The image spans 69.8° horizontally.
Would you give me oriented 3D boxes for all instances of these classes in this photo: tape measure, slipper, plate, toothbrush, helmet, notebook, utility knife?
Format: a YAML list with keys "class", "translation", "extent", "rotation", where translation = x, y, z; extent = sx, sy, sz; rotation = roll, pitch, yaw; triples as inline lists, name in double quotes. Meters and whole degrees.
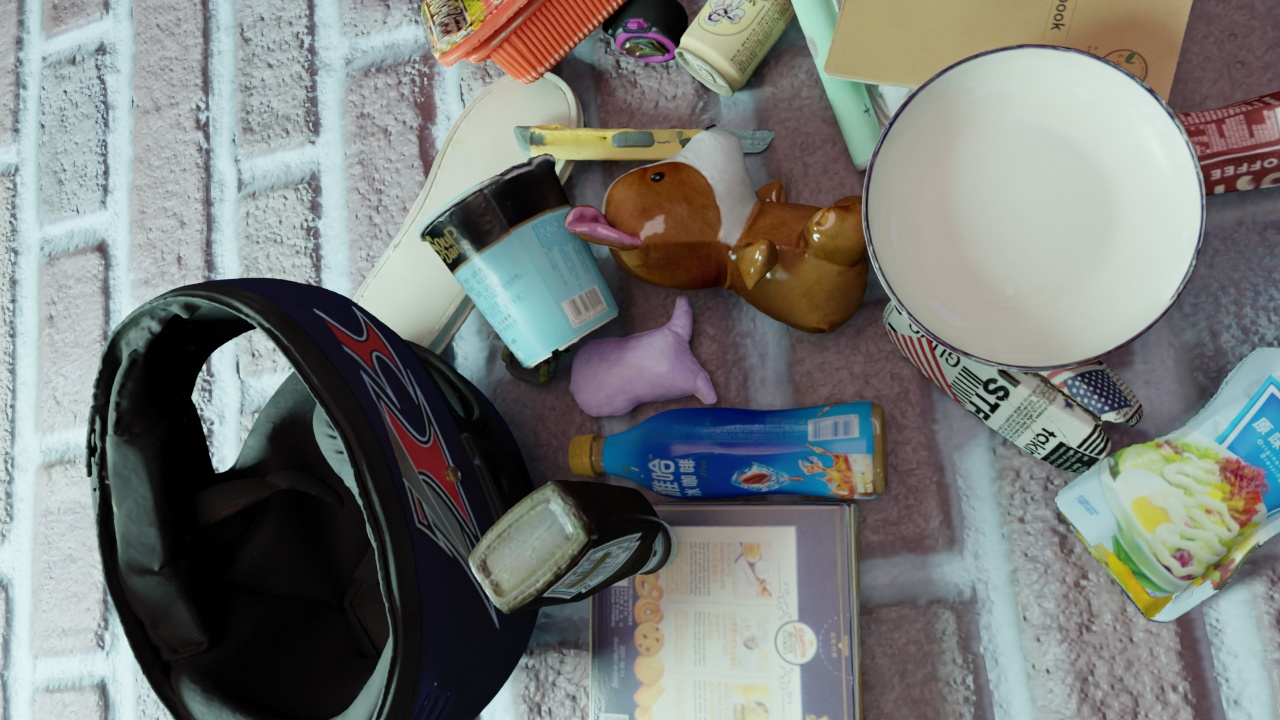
- class: "tape measure"
  translation: [0.006, -0.253, 0.702]
  extent: [0.058, 0.057, 0.039]
  rotation: [4, 80, 41]
- class: "slipper"
  translation: [-0.133, -0.108, 0.726]
  extent: [0.114, 0.054, 0.274]
  rotation: [27, 81, 16]
- class: "plate"
  translation: [0.228, -0.088, 0.546]
  extent: [0.192, 0.039, 0.192]
  rotation: [0, 86, 5]
- class: "toothbrush"
  translation: [0.123, -0.240, 0.638]
  extent: [0.027, 0.026, 0.224]
  rotation: [-23, 96, -4]
- class: "helmet"
  translation: [-0.190, 0.098, 0.608]
  extent: [0.248, 0.240, 0.315]
  rotation: [-13, 94, 16]
- class: "notebook"
  translation: [0.237, -0.237, 0.586]
  extent: [0.208, 0.008, 0.147]
  rotation: [15, 87, 19]
- class: "utility knife"
  translation: [0.002, -0.165, 0.694]
  extent: [0.198, 0.021, 0.031]
  rotation: [2, 79, -1]

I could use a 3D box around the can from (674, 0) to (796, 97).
- class: "can"
  translation: [0.081, -0.258, 0.677]
  extent: [0.058, 0.058, 0.116]
  rotation: [38, 94, 20]

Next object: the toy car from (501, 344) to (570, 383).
- class: "toy car"
  translation: [-0.072, -0.026, 0.704]
  extent: [0.043, 0.036, 0.091]
  rotation: [19, 86, 19]

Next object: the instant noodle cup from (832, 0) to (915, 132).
- class: "instant noodle cup"
  translation: [0.219, -0.251, 0.631]
  extent: [0.174, 0.060, 0.138]
  rotation: [-26, 74, 12]

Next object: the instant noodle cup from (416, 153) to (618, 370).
- class: "instant noodle cup"
  translation: [-0.077, -0.063, 0.638]
  extent: [0.111, 0.111, 0.120]
  rotation: [-30, 95, 12]

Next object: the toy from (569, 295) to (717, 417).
- class: "toy"
  translation: [-0.004, 0.004, 0.675]
  extent: [0.108, 0.039, 0.083]
  rotation: [-16, 77, 18]

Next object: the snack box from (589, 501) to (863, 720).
- class: "snack box"
  translation: [0.056, 0.186, 0.623]
  extent: [0.183, 0.045, 0.177]
  rotation: [-3, 80, 19]

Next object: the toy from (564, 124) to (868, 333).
- class: "toy"
  translation: [0.060, -0.092, 0.622]
  extent: [0.200, 0.140, 0.130]
  rotation: [9, 102, 15]

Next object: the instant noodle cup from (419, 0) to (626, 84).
- class: "instant noodle cup"
  translation: [-0.077, -0.289, 0.700]
  extent: [0.189, 0.079, 0.164]
  rotation: [-40, 36, 10]

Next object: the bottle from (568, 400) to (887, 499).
- class: "bottle"
  translation: [0.056, 0.064, 0.632]
  extent: [0.219, 0.065, 0.065]
  rotation: [-4, 80, 18]

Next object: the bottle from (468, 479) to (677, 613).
- class: "bottle"
  translation: [-0.023, 0.108, 0.535]
  extent: [0.080, 0.194, 0.044]
  rotation: [-42, 69, 8]

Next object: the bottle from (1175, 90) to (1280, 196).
- class: "bottle"
  translation: [0.350, -0.128, 0.568]
  extent: [0.175, 0.057, 0.057]
  rotation: [-9, 79, 17]

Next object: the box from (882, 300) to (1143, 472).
- class: "box"
  translation: [0.242, -0.007, 0.588]
  extent: [0.087, 0.076, 0.163]
  rotation: [-42, 67, -13]

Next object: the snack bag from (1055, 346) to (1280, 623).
- class: "snack bag"
  translation: [0.352, 0.065, 0.538]
  extent: [0.191, 0.038, 0.110]
  rotation: [-39, 88, 11]
